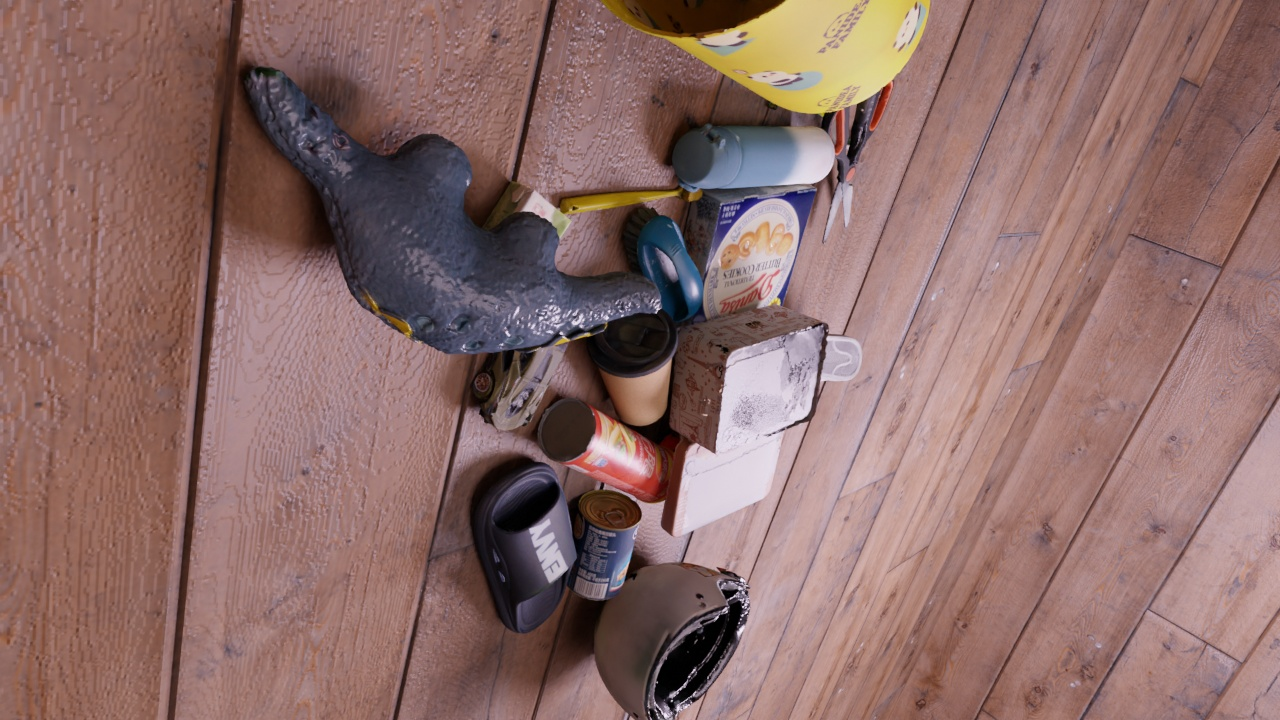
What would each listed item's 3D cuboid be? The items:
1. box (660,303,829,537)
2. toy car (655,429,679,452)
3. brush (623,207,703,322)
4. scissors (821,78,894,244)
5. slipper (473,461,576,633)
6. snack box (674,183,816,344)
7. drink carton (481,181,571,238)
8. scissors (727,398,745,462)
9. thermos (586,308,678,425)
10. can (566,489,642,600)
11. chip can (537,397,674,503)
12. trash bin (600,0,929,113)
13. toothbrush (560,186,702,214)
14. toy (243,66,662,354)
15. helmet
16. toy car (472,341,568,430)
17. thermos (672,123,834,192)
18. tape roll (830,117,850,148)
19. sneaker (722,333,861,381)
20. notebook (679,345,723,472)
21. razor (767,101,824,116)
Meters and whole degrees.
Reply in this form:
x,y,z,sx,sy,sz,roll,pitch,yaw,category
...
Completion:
x,y,z,sx,sy,sz,roll,pitch,yaw,category
0.115,0.077,1.061,0.176,0.082,0.261,-15,122,-39,box
0.041,0.128,1.169,0.049,0.031,0.106,-48,144,-17,toy car
0.030,-0.089,0.937,0.055,0.073,0.144,-41,144,-16,brush
0.245,-0.244,1.114,0.204,0.022,0.225,-5,124,-53,scissors
-0.108,0.219,1.003,0.110,0.083,0.269,-36,142,-33,slipper
0.114,-0.113,1.053,0.177,0.046,0.183,-18,129,-44,snack box
-0.116,-0.085,0.774,0.053,0.045,0.122,34,87,-44,drink carton
0.102,0.098,1.191,0.159,0.014,0.181,-68,158,-13,scissors
-0.006,0.006,0.962,0.092,0.093,0.143,-43,153,-23,thermos
-0.047,0.219,1.087,0.075,0.075,0.111,-16,129,-46,can
-0.030,0.105,1.020,0.073,0.073,0.216,-57,147,-1,chip can
0.111,-0.323,0.730,0.255,0.230,0.230,8,110,-60,trash bin
-0.004,-0.156,0.889,0.189,0.016,0.016,-17,128,-45,toothbrush
-0.138,-0.078,0.674,0.356,0.091,0.138,30,97,-36,toy
0.029,0.364,1.232,0.230,0.157,0.273,-62,158,3,helmet
-0.102,-0.008,0.863,0.070,0.042,0.158,18,99,-57,toy car
0.120,-0.214,0.964,0.219,0.070,0.070,-15,128,-46,thermos
0.263,-0.302,1.121,0.085,0.014,0.086,-32,139,-33,tape roll
0.180,-0.005,1.202,0.241,0.091,0.089,-2,97,-39,sneaker
0.084,0.070,1.161,0.149,0.012,0.212,-52,150,-41,notebook
0.189,-0.289,1.027,0.132,0.028,0.043,-2,115,-54,razor
